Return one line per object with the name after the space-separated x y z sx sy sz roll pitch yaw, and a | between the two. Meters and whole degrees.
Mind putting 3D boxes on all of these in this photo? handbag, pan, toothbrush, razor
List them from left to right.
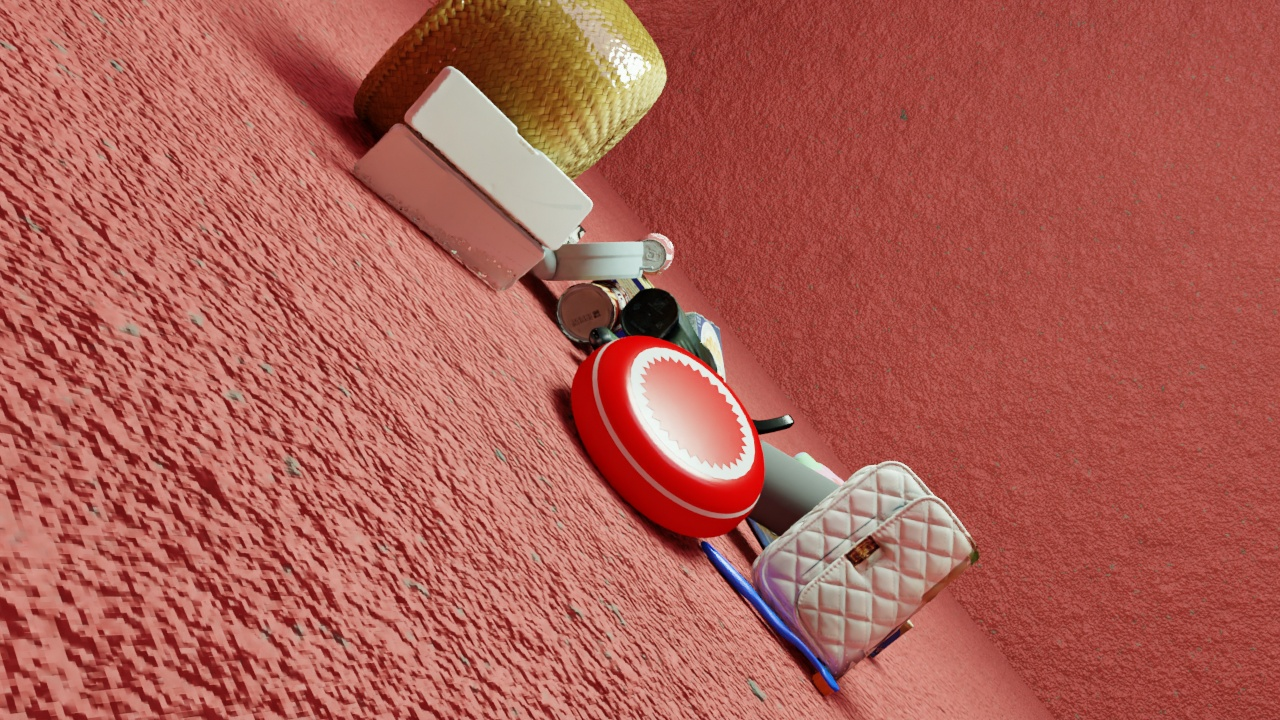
-0.006 0.006 1.043 0.151 0.067 0.054 49 8 -44 | razor
0.076 0.063 0.910 0.355 0.067 0.209 -4 56 -51 | pan
0.117 0.239 0.854 0.182 0.018 0.016 47 14 7 | toothbrush
0.215 0.197 0.890 0.139 0.194 0.072 50 -9 11 | handbag

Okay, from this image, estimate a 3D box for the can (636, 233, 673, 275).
0.017 -0.143 1.232 0.054 0.054 0.096 48 9 -4 | can

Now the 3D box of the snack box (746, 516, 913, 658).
0.231 0.255 1.132 0.202 0.069 0.155 42 13 -37 | snack box

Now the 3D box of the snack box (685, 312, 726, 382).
0.090 0.012 1.351 0.144 0.043 0.145 21 61 -70 | snack box

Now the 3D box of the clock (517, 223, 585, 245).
-0.142 -0.183 1.204 0.114 0.065 0.155 42 -4 -33 | clock

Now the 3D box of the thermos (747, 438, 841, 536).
0.184 0.164 1.000 0.240 0.082 0.082 30 3 19 | thermos

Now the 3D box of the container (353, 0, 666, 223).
-0.127 -0.285 0.996 0.196 0.307 0.306 51 9 -6 | container

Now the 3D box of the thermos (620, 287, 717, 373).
0.037 -0.012 1.144 0.098 0.098 0.221 54 -1 28 | thermos

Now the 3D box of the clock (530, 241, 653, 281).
-0.070 -0.119 1.100 0.122 0.159 0.045 -147 -127 -79 | clock

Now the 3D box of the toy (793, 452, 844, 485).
0.278 0.224 1.389 0.171 0.120 0.221 45 17 -6 | toy

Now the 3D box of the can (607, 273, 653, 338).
-0.021 -0.067 1.214 0.116 0.092 0.056 54 11 31 | can

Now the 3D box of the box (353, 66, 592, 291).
-0.150 -0.161 0.859 0.197 0.134 0.041 41 4 -37 | box

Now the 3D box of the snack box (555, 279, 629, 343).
-0.055 -0.060 1.095 0.072 0.072 0.121 49 10 1 | snack box

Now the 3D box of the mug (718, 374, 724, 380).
0.057 0.049 1.021 0.105 0.082 0.073 26 -4 -17 | mug
